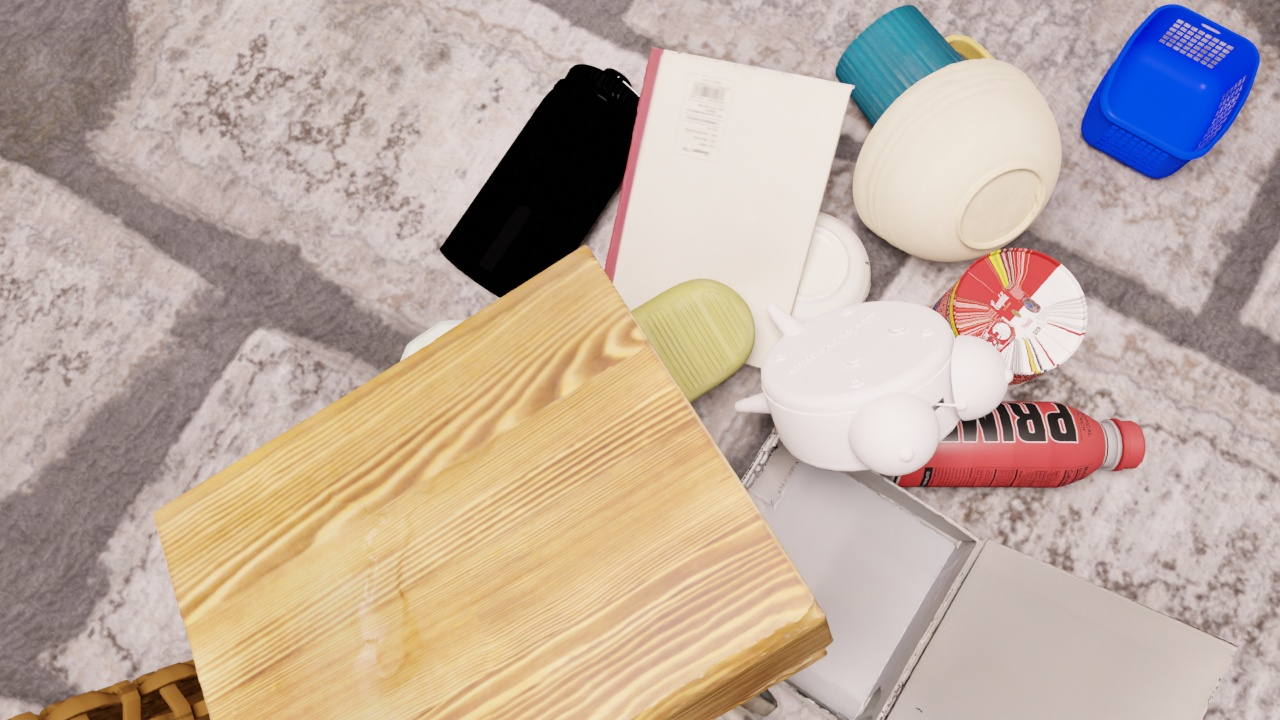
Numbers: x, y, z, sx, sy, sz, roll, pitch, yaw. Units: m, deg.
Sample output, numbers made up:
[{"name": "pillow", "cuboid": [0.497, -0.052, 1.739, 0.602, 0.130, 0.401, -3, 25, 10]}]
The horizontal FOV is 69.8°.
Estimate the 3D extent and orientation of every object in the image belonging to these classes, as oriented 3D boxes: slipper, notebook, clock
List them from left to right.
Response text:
[{"name": "slipper", "cuboid": [-0.004, 0.004, 0.673, 0.191, 0.081, 0.091, -34, 102, 15]}, {"name": "notebook", "cuboid": [0.054, -0.111, 0.675, 0.153, 0.012, 0.209, 17, 104, 17]}, {"name": "clock", "cuboid": [0.144, 0.008, 0.596, 0.125, 0.161, 0.073, -33, 117, -21]}]

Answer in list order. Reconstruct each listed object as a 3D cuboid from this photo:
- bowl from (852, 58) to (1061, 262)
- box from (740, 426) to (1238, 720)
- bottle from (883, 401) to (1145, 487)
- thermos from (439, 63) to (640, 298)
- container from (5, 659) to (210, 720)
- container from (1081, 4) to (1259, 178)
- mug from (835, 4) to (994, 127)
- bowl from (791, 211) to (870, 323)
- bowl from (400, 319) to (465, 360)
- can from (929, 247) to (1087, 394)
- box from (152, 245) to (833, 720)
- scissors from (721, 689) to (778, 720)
[{"name": "bowl", "cuboid": [0.236, -0.127, 0.651, 0.150, 0.151, 0.075, -22, 45, -2]}, {"name": "box", "cuboid": [0.243, 0.214, 0.573, 0.479, 0.119, 0.166, 27, 80, 31]}, {"name": "bottle", "cuboid": [0.268, 0.061, 0.662, 0.176, 0.062, 0.062, 0, 77, 3]}, {"name": "thermos", "cuboid": [-0.063, -0.143, 0.710, 0.086, 0.086, 0.198, 31, 81, 9]}, {"name": "container", "cuboid": [-0.311, 0.316, 0.509, 0.252, 0.213, 0.219, -31, 76, 26]}, {"name": "container", "cuboid": [0.407, -0.205, 0.716, 0.096, 0.058, 0.114, 33, 81, 9]}, {"name": "mug", "cuboid": [0.227, -0.216, 0.720, 0.113, 0.083, 0.107, -29, 74, -16]}, {"name": "bowl", "cuboid": [0.125, -0.067, 0.702, 0.105, 0.054, 0.104, 0, 77, 1]}, {"name": "bowl", "cuboid": [-0.135, 0.019, 0.692, 0.117, 0.061, 0.117, 0, 78, 2]}, {"name": "can", "cuboid": [0.249, -0.020, 0.653, 0.086, 0.116, 0.086, -1, 77, 2]}, {"name": "box", "cuboid": [-0.079, 0.117, 0.501, 0.279, 0.168, 0.245, -32, 66, 1]}, {"name": "scissors", "cuboid": [0.047, 0.215, 0.605, 0.163, 0.154, 0.012, 43, 100, 13]}]
